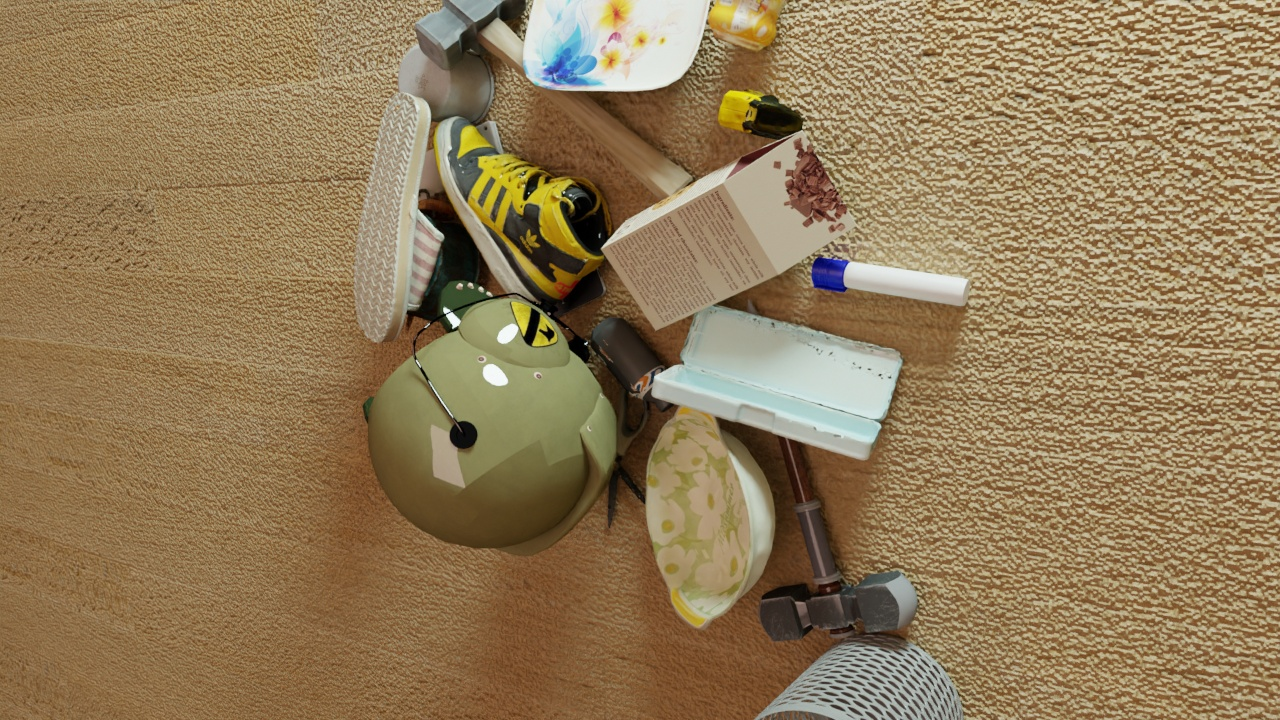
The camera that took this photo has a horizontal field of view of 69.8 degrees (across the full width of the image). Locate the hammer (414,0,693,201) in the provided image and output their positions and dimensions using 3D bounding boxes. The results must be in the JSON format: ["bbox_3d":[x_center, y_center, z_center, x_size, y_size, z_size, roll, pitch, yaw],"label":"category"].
[{"bbox_3d":[-0.077,-0.267,0.917,0.323,0.051,0.117,42,73,11],"label":"hammer"}]

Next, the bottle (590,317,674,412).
[{"bbox_3d":[-0.006,0.005,0.935,0.112,0.046,0.047,50,119,16],"label":"bottle"}]

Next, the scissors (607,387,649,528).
[{"bbox_3d":[-0.030,0.094,0.984,0.170,0.012,0.158,38,116,22],"label":"scissors"}]

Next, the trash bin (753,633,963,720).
[{"bbox_3d":[0.186,0.334,0.786,0.157,0.182,0.156,6,101,31],"label":"trash bin"}]

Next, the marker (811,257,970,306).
[{"bbox_3d":[0.216,-0.068,0.799,0.133,0.023,0.027,13,126,30],"label":"marker"}]

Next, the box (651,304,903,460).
[{"bbox_3d":[0.121,0.016,0.814,0.198,0.078,0.122,16,72,19],"label":"box"}]

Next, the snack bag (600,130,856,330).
[{"bbox_3d":[0.080,-0.118,0.828,0.207,0.069,0.094,-24,109,33],"label":"snack bag"}]

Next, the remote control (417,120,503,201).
[{"bbox_3d":[-0.212,-0.225,1.048,0.136,0.011,0.050,-15,89,33],"label":"remote control"}]

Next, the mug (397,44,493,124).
[{"bbox_3d":[-0.207,-0.313,0.997,0.084,0.070,0.113,38,117,22],"label":"mug"}]

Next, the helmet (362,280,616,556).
[{"bbox_3d":[-0.135,0.069,0.889,0.251,0.255,0.233,-48,68,29],"label":"helmet"}]

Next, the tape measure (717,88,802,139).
[{"bbox_3d":[0.103,-0.221,0.819,0.064,0.065,0.037,34,115,48],"label":"tape measure"}]

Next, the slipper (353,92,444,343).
[{"bbox_3d":[-0.252,-0.148,0.978,0.115,0.052,0.263,23,107,45],"label":"slipper"}]

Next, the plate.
[{"bbox_3d":[-0.018,-0.338,0.868,0.187,0.016,0.187,9,82,25],"label":"plate"}]

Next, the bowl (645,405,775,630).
[{"bbox_3d":[0.073,0.144,0.873,0.188,0.060,0.219,20,110,61],"label":"bowl"}]

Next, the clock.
[{"bbox_3d":[-0.247,-0.121,1.053,0.121,0.073,0.157,-26,68,27],"label":"clock"}]

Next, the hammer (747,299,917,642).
[{"bbox_3d":[0.146,0.100,0.863,0.156,0.043,0.322,-18,86,33],"label":"hammer"}]

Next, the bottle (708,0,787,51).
[{"bbox_3d":[0.101,-0.331,0.804,0.063,0.063,0.109,29,112,25],"label":"bottle"}]

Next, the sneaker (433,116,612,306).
[{"bbox_3d":[-0.120,-0.175,0.947,0.122,0.085,0.238,-32,82,26],"label":"sneaker"}]

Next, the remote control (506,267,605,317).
[{"bbox_3d":[-0.100,-0.067,1.005,0.147,0.008,0.045,-23,85,33],"label":"remote control"}]
